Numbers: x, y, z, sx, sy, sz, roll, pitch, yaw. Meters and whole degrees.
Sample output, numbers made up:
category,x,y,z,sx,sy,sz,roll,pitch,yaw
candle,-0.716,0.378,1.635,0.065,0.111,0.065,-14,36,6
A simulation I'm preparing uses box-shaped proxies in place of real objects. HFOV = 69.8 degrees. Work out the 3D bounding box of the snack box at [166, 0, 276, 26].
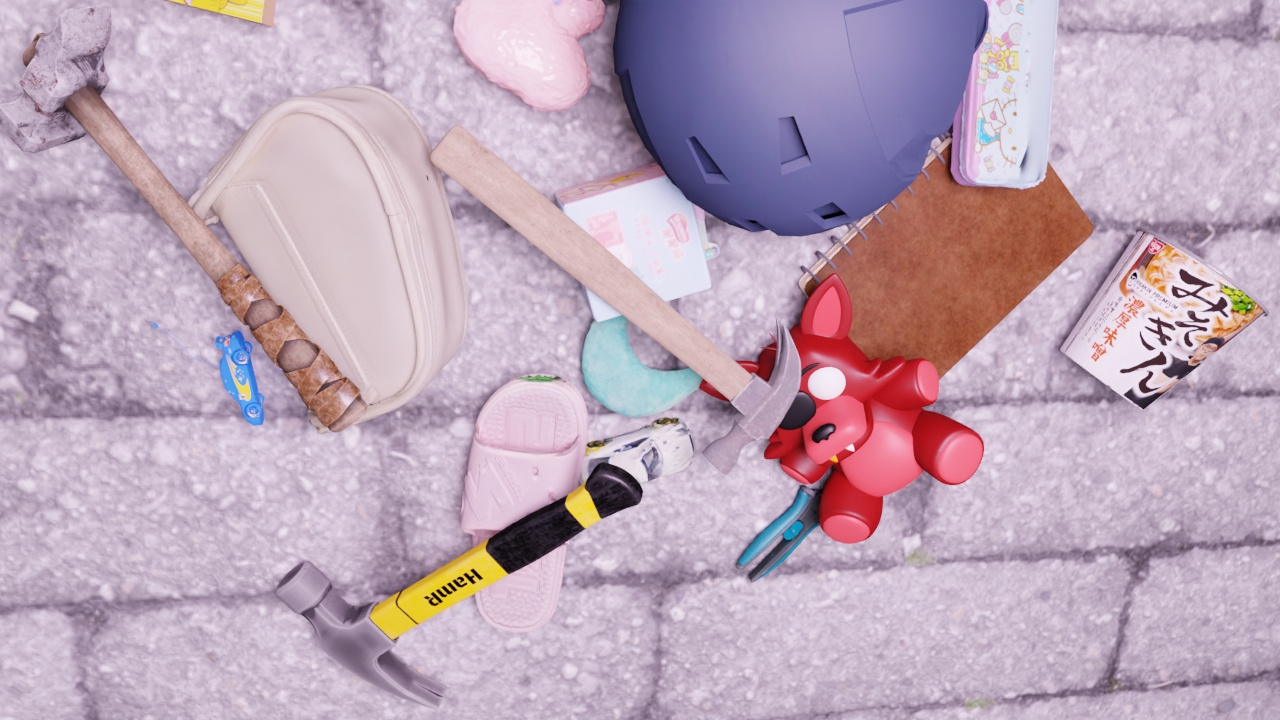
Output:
category,x,y,z,sx,sy,sz,roll,pitch,yaw
snack box,-0.310,-0.287,0.615,0.125,0.040,0.088,10,104,-13

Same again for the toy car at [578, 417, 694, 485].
category,x,y,z,sx,sy,sz,roll,pitch,yaw
toy car,-0.004,0.085,0.788,0.105,0.033,0.048,-19,107,-6

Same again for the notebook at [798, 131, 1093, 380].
category,x,y,z,sx,sy,sz,roll,pitch,yaw
notebook,0.261,-0.093,0.790,0.225,0.024,0.167,-44,110,4

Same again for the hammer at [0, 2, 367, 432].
category,x,y,z,sx,sy,sz,roll,pitch,yaw
hammer,-0.298,-0.081,0.623,0.122,0.048,0.319,-30,102,35

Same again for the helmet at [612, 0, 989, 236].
category,x,y,z,sx,sy,sz,roll,pitch,yaw
helmet,0.107,-0.192,0.608,0.233,0.271,0.223,-4,89,32

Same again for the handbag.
category,x,y,z,sx,sy,sz,roll,pitch,yaw
handbag,-0.211,-0.077,0.685,0.184,0.131,0.229,-18,107,21

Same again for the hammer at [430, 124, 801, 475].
category,x,y,z,sx,sy,sz,roll,pitch,yaw
hammer,-0.012,-0.050,0.670,0.331,0.030,0.119,39,99,-18

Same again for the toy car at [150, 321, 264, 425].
category,x,y,z,sx,sy,sz,roll,pitch,yaw
toy car,-0.327,0.010,0.700,0.061,0.033,0.092,-11,108,-15

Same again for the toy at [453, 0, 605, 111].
category,x,y,z,sx,sy,sz,roll,pitch,yaw
toy,-0.075,-0.242,0.670,0.108,0.053,0.105,35,86,-18

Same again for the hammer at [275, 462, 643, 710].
category,x,y,z,sx,sy,sz,roll,pitch,yaw
hammer,-0.131,0.172,0.732,0.325,0.034,0.170,-33,108,22

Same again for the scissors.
category,x,y,z,sx,sy,sz,roll,pitch,yaw
scissors,0.151,0.150,0.844,0.136,0.019,0.138,-7,106,-11

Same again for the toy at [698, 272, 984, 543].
category,x,y,z,sx,sy,sz,roll,pitch,yaw
toy,0.166,0.044,0.765,0.197,0.120,0.159,44,119,-14

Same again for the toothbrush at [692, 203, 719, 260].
category,x,y,z,sx,sy,sz,roll,pitch,yaw
toothbrush,0.042,-0.154,0.734,0.022,0.015,0.155,-29,114,-39

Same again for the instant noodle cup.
category,x,y,z,sx,sy,sz,roll,pitch,yaw
instant noodle cup,0.444,-0.030,0.800,0.123,0.123,0.122,31,107,-17

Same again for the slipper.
category,x,y,z,sx,sy,sz,roll,pitch,yaw
slipper,-0.101,0.128,0.755,0.094,0.064,0.240,9,109,3

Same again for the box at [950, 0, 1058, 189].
category,x,y,z,sx,sy,sz,roll,pitch,yaw
box,0.290,-0.244,0.726,0.076,0.033,0.214,1,95,-10

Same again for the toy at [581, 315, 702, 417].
category,x,y,z,sx,sy,sz,roll,pitch,yaw
toy,-0.005,0.004,0.762,0.105,0.033,0.085,42,96,-15

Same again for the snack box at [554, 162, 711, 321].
category,x,y,z,sx,sy,sz,roll,pitch,yaw
snack box,-0.007,-0.094,0.709,0.094,0.079,0.093,-17,110,-4
